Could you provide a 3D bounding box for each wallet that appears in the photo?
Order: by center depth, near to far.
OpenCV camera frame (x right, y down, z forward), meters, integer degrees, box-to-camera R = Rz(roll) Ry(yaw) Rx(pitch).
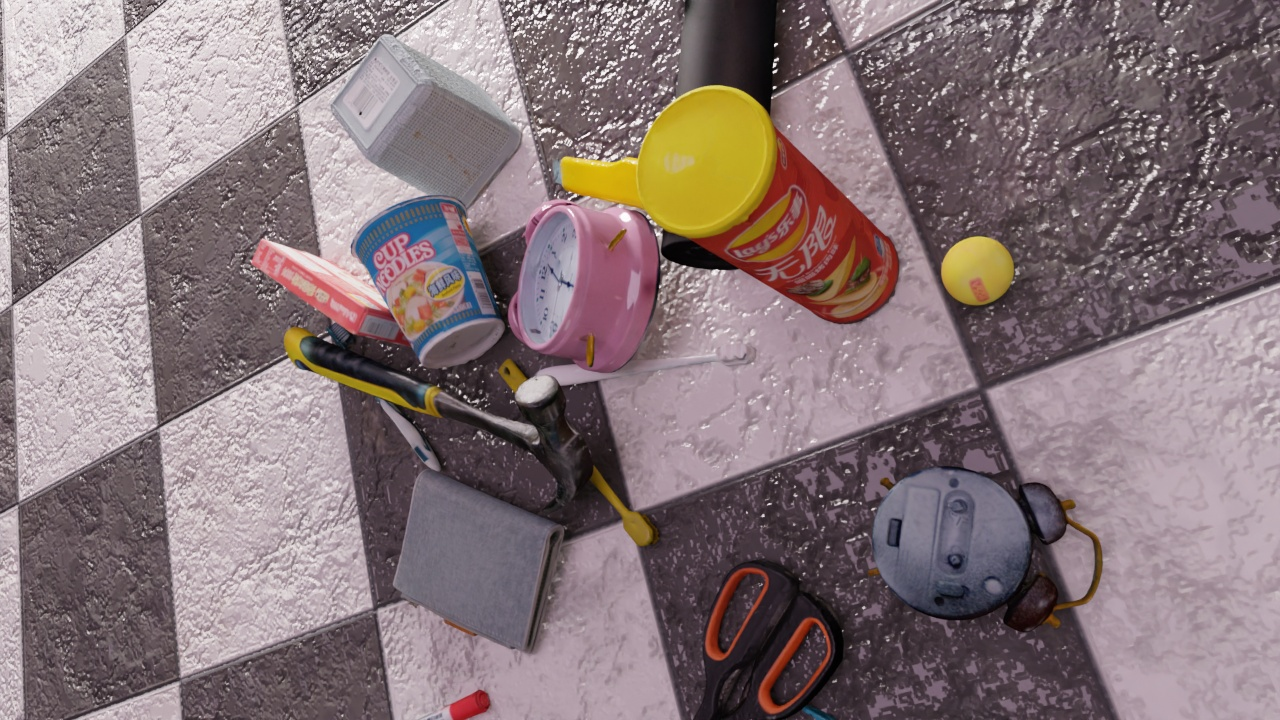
[{"bbox_3d":[-0.121,0.151,0.683,0.130,0.037,0.106,17,97,29],"label":"wallet"}]

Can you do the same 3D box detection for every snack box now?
[{"bbox_3d":[-0.255,-0.057,0.779,0.153,0.075,0.025,29,96,30],"label":"snack box"}]

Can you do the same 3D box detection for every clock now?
[{"bbox_3d":[0.188,0.103,0.508,0.122,0.055,0.082,6,82,29],"label":"clock"},{"bbox_3d":[-0.049,-0.056,0.653,0.158,0.059,0.117,25,104,61],"label":"clock"}]

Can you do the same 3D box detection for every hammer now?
[{"bbox_3d":[-0.164,0.031,0.695,0.324,0.126,0.031,16,49,35],"label":"hammer"}]

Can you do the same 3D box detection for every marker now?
[{"bbox_3d":[-0.174,0.283,0.698,0.145,0.017,0.017,-30,67,21],"label":"marker"}]

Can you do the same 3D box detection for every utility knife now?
[{"bbox_3d":[-0.027,-0.133,0.666,0.177,0.015,0.033,28,112,57],"label":"utility knife"}]

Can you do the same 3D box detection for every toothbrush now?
[{"bbox_3d":[-0.004,0.004,0.658,0.180,0.016,0.016,-7,72,29],"label":"toothbrush"},{"bbox_3d":[-0.048,0.064,0.673,0.016,0.016,0.190,-51,60,12],"label":"toothbrush"},{"bbox_3d":[-0.217,0.027,0.776,0.018,0.016,0.191,-46,61,2],"label":"toothbrush"}]

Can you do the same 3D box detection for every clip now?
[{"bbox_3d":[0.119,0.228,0.545,0.055,0.013,0.034,4,83,30],"label":"clip"}]

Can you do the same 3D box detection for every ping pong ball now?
[{"bbox_3d":[0.199,-0.053,0.541,0.040,0.040,0.040,-6,77,28],"label":"ping pong ball"}]

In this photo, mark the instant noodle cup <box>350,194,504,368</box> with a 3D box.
[{"bbox_3d":[-0.159,-0.057,0.719,0.099,0.099,0.110,-34,73,19],"label":"instant noodle cup"}]

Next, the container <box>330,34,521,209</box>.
[{"bbox_3d":[-0.174,-0.192,0.739,0.090,0.111,0.090,-47,62,13],"label":"container"}]

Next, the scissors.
[{"bbox_3d":[0.038,0.229,0.592,0.235,0.021,0.139,-43,55,20],"label":"scissors"}]

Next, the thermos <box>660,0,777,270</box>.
[{"bbox_3d":[0.046,-0.188,0.635,0.090,0.068,0.242,4,80,1],"label":"thermos"}]

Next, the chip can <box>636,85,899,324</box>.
[{"bbox_3d":[0.081,-0.074,0.510,0.073,0.216,0.073,-7,76,29],"label":"chip can"}]
